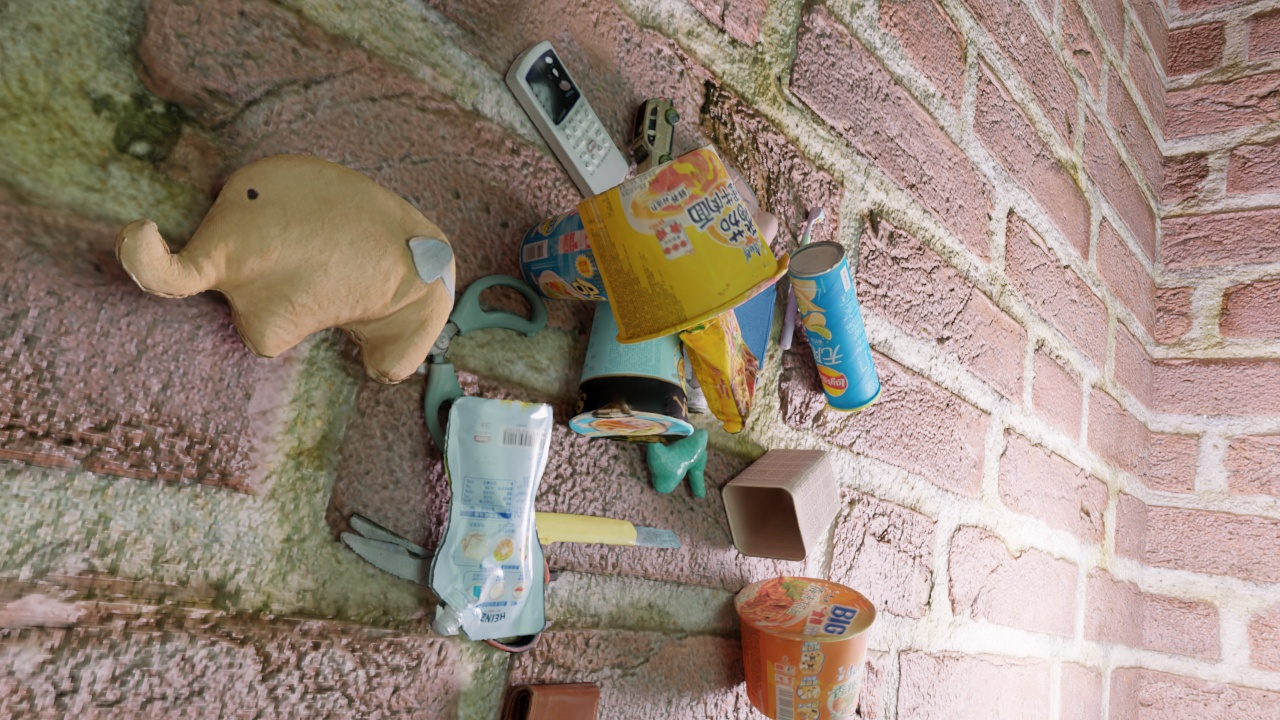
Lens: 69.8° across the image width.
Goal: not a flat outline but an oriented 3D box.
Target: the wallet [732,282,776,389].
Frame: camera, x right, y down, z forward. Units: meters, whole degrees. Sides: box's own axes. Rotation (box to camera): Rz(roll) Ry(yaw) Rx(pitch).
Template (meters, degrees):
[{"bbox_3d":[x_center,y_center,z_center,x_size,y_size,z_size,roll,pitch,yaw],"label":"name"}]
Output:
[{"bbox_3d":[0.100,-0.041,0.996,0.106,0.040,0.133,27,69,-35],"label":"wallet"}]

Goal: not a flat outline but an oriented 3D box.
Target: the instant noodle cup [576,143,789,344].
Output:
[{"bbox_3d":[0.024,-0.090,0.682,0.137,0.138,0.110,-34,105,-44],"label":"instant noodle cup"}]

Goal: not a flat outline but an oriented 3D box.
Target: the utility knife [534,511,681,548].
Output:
[{"bbox_3d":[-0.032,0.160,0.853,0.219,0.022,0.031,13,61,-42],"label":"utility knife"}]

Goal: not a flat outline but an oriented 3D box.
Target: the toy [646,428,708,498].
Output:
[{"bbox_3d":[0.043,0.105,0.934,0.091,0.030,0.096,-28,115,-43],"label":"toy"}]

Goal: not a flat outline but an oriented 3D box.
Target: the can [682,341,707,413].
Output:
[{"bbox_3d":[0.043,-0.022,0.914,0.058,0.058,0.146,11,80,-48],"label":"can"}]

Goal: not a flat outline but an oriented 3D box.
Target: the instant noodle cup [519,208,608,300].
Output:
[{"bbox_3d":[-0.043,-0.090,0.781,0.099,0.110,0.099,3,86,-48],"label":"instant noodle cup"}]

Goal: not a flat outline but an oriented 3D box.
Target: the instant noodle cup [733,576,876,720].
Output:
[{"bbox_3d":[0.176,0.317,0.998,0.151,0.152,0.111,-12,106,-48],"label":"instant noodle cup"}]

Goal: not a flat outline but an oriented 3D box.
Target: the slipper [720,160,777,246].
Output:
[{"bbox_3d":[0.087,-0.146,0.890,0.114,0.055,0.273,50,24,-9],"label":"slipper"}]

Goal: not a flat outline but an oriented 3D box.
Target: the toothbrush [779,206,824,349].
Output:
[{"bbox_3d":[0.196,-0.100,1.120,0.021,0.029,0.189,17,74,-5],"label":"toothbrush"}]

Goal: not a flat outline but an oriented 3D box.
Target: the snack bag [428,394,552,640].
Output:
[{"bbox_3d":[-0.114,0.125,0.726,0.110,0.039,0.191,10,84,-53],"label":"snack bag"}]

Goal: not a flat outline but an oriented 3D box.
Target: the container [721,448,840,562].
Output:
[{"bbox_3d":[0.162,0.154,1.024,0.110,0.090,0.090,-33,113,-47],"label":"container"}]

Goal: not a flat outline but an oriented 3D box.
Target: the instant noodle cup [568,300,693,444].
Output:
[{"bbox_3d":[-0.005,0.005,0.831,0.111,0.111,0.120,23,65,-46],"label":"instant noodle cup"}]

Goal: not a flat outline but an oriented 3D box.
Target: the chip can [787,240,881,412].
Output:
[{"bbox_3d":[0.233,-0.038,1.101,0.071,0.071,0.210,-52,132,-36],"label":"chip can"}]

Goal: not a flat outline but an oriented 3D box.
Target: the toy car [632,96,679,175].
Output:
[{"bbox_3d":[0.012,-0.212,0.898,0.035,0.042,0.090,12,74,-25],"label":"toy car"}]

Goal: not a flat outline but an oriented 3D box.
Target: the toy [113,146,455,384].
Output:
[{"bbox_3d":[-0.222,-0.069,0.602,0.225,0.083,0.143,16,68,-45],"label":"toy"}]

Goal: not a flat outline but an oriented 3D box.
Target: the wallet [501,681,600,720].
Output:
[{"bbox_3d":[-0.081,0.340,0.788,0.101,0.032,0.124,26,70,-48],"label":"wallet"}]

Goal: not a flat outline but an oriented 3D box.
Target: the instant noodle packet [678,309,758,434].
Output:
[{"bbox_3d":[0.073,-0.013,0.849,0.110,0.044,0.128,-80,150,-53],"label":"instant noodle packet"}]

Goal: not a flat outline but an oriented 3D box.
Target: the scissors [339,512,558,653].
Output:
[{"bbox_3d":[-0.143,0.162,0.734,0.192,0.015,0.207,-33,113,-43],"label":"scissors"}]

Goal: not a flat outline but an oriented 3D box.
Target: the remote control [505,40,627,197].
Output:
[{"bbox_3d":[-0.063,-0.213,0.829,0.150,0.021,0.058,53,52,-34],"label":"remote control"}]

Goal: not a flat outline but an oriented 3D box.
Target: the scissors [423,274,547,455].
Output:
[{"bbox_3d":[-0.130,-0.006,0.751,0.179,0.019,0.170,-43,119,-39],"label":"scissors"}]
